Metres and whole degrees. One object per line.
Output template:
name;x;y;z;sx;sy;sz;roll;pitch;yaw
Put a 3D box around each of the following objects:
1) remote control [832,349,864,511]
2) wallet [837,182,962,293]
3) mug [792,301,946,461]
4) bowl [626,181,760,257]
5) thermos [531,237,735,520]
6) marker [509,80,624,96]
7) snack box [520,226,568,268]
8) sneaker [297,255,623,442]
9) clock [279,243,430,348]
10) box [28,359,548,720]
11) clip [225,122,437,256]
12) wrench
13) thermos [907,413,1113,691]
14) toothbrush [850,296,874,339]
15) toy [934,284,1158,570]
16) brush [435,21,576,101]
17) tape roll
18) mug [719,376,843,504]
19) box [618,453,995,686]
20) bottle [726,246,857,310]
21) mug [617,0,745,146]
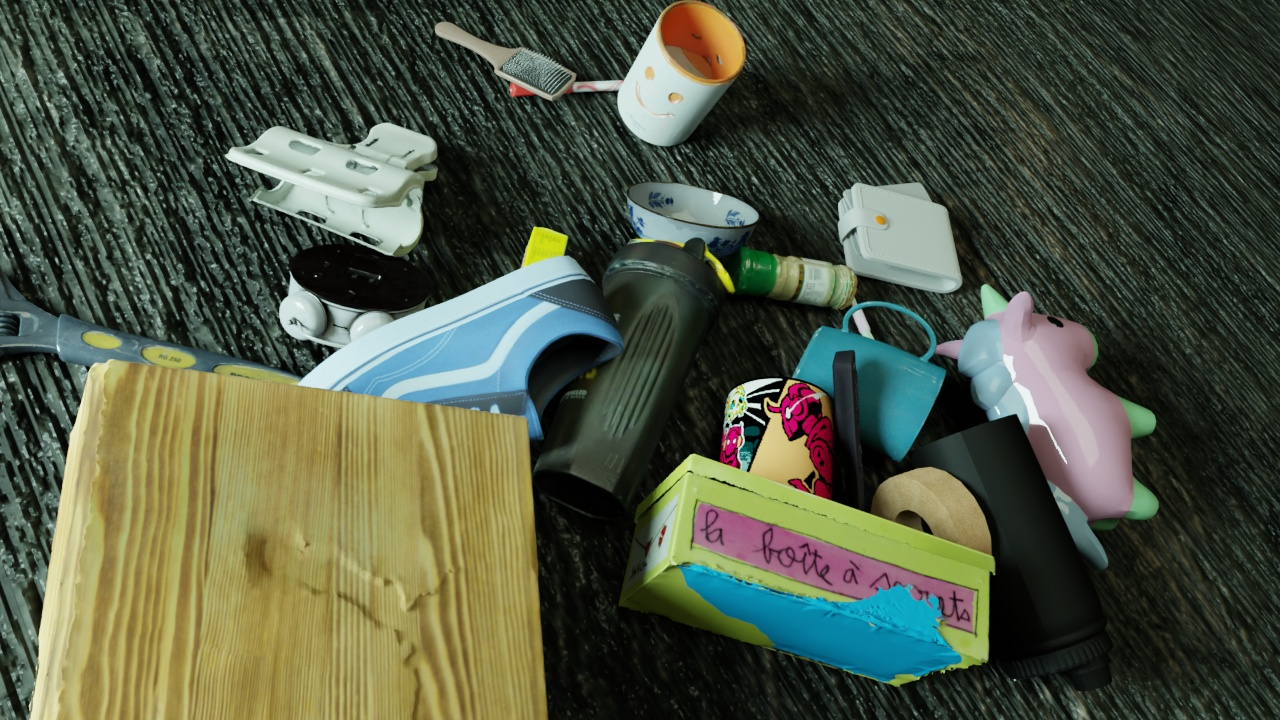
remote control;0.157;0.060;0.689;0.015;0.136;0.032;-1;22;18
wallet;0.242;-0.128;0.867;0.118;0.038;0.115;10;59;-18
mug;0.182;0.008;0.729;0.104;0.084;0.112;26;101;12
bowl;0.040;-0.111;0.769;0.114;0.045;0.114;9;25;-5
thermos;-0.004;0.004;0.676;0.098;0.098;0.220;25;61;-4
marker;-0.052;-0.254;0.850;0.142;0.013;0.012;-10;65;-24
snack box;-0.085;-0.031;0.696;0.029;0.040;0.147;16;58;-11
sneaker;-0.120;0.023;0.593;0.241;0.083;0.098;-29;64;-11
clock;-0.198;-0.040;0.635;0.094;0.035;0.122;15;28;-8
box;-0.180;0.173;0.493;0.251;0.193;0.278;10;57;-31
clip;-0.215;-0.126;0.691;0.126;0.101;0.151;23;19;11
wrench;-0.340;-0.005;0.603;0.273;0.022;0.073;15;51;-10
thermos;0.280;0.148;0.685;0.086;0.086;0.198;-13;75;-25
toothbrush;0.204;-0.010;0.799;0.015;0.022;0.154;-16;67;2
toy;0.336;0.052;0.761;0.171;0.120;0.221;19;62;-13
brush;-0.125;-0.277;0.827;0.136;0.015;0.049;27;49;6
tape roll;0.212;0.128;0.677;0.027;0.094;0.094;-13;67;-25
mug;0.112;0.082;0.685;0.118;0.082;0.098;33;51;-33
box;0.109;0.147;0.615;0.221;0.125;0.079;17;60;-8
bottle;0.131;-0.071;0.793;0.111;0.043;0.043;7;60;-16
mug;0.034;-0.253;0.817;0.082;0.105;0.082;7;70;-20
